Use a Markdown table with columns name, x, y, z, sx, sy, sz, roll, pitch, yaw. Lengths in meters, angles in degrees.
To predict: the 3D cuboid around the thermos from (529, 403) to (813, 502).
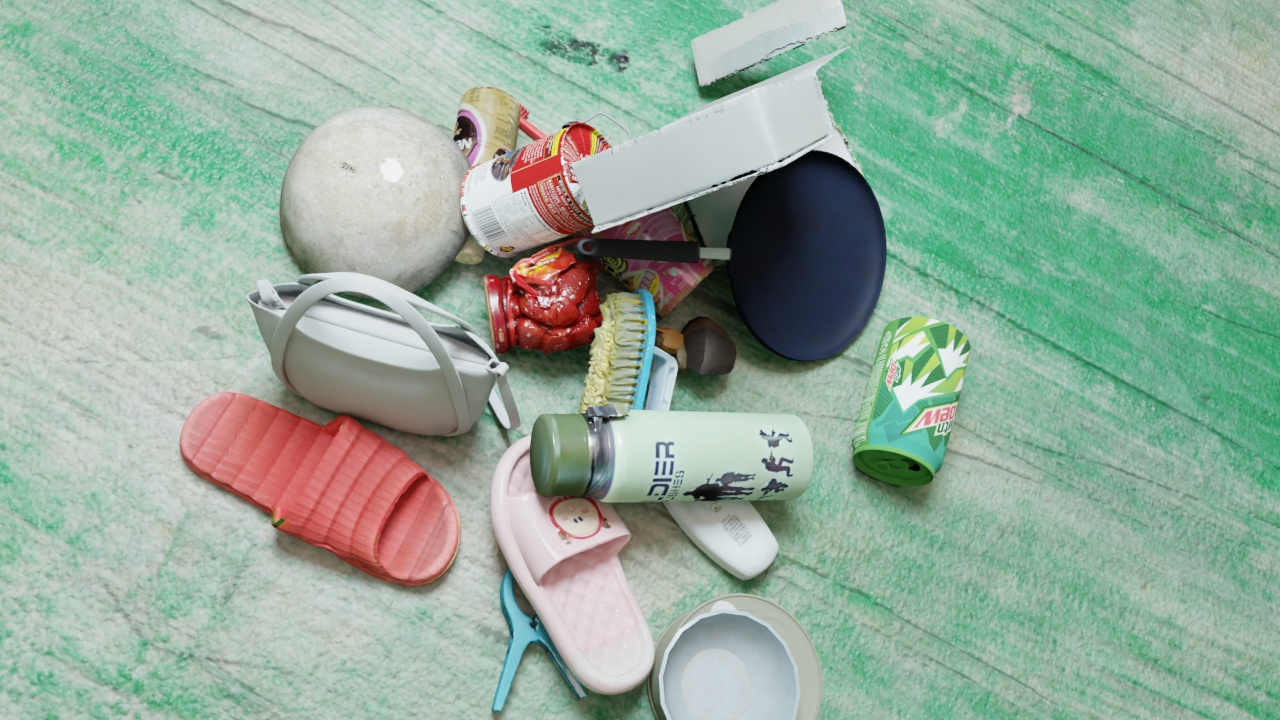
| name | x | y | z | sx | sy | sz | roll | pitch | yaw |
| --- | --- | --- | --- | --- | --- | --- | --- | --- | --- |
| thermos | 0.025 | 0.075 | 0.755 | 0.231 | 0.083 | 0.082 | 3 | 68 | -21 |

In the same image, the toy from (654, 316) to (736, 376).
| name | x | y | z | sx | sy | sz | roll | pitch | yaw |
| --- | --- | --- | --- | --- | --- | --- | --- | --- | --- |
| toy | 0.040 | -0.015 | 0.846 | 0.100 | 0.063 | 0.076 | 17 | 29 | -21 |

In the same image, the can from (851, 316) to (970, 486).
| name | x | y | z | sx | sy | sz | roll | pitch | yaw |
| --- | --- | --- | --- | --- | --- | --- | --- | --- | --- |
| can | 0.253 | 0.037 | 0.860 | 0.083 | 0.083 | 0.143 | 24 | 66 | -3 |

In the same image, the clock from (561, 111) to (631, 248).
| name | x | y | z | sx | sy | sz | roll | pitch | yaw |
| --- | --- | --- | --- | --- | --- | --- | --- | --- | --- |
| clock | -0.059 | -0.178 | 0.886 | 0.091 | 0.044 | 0.122 | 38 | 84 | 5 |

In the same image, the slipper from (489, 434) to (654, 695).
| name | x | y | z | sx | sy | sz | roll | pitch | yaw |
| --- | --- | --- | --- | --- | --- | --- | --- | --- | --- |
| slipper | -0.053 | 0.160 | 0.742 | 0.106 | 0.056 | 0.221 | -8 | 66 | -41 |

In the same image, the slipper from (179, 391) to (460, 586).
| name | x | y | z | sx | sy | sz | roll | pitch | yaw |
| --- | --- | --- | --- | --- | --- | --- | --- | --- | --- |
| slipper | -0.256 | 0.094 | 0.738 | 0.249 | 0.059 | 0.103 | 28 | 66 | 1 |

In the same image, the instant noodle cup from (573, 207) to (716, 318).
| name | x | y | z | sx | sy | sz | roll | pitch | yaw |
| --- | --- | --- | --- | --- | --- | --- | --- | --- | --- |
| instant noodle cup | 0.010 | -0.102 | 0.859 | 0.108 | 0.098 | 0.097 | 46 | 66 | -1 |

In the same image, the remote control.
| name | x | y | z | sx | sy | sz | roll | pitch | yaw |
| --- | --- | --- | --- | --- | --- | --- | --- | --- | --- |
| remote control | 0.071 | 0.141 | 0.809 | 0.114 | 0.028 | 0.060 | 45 | 65 | 9 |

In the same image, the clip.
| name | x | y | z | sx | sy | sz | roll | pitch | yaw |
| --- | --- | --- | --- | --- | --- | --- | --- | --- | --- |
| clip | -0.097 | 0.221 | 0.742 | 0.102 | 0.027 | 0.119 | 0 | 68 | -20 |

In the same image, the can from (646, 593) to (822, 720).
| name | x | y | z | sx | sy | sz | roll | pitch | yaw |
| --- | --- | --- | --- | --- | --- | --- | --- | --- | --- |
| can | 0.073 | 0.257 | 0.740 | 0.127 | 0.073 | 0.127 | 4 | 68 | -11 |

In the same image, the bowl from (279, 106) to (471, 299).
| name | x | y | z | sx | sy | sz | roll | pitch | yaw |
| --- | --- | --- | --- | --- | --- | --- | --- | --- | --- |
| bowl | -0.237 | -0.148 | 0.798 | 0.178 | 0.081 | 0.178 | 0 | 80 | 2 |

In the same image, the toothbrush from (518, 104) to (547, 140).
| name | x | y | z | sx | sy | sz | roll | pitch | yaw |
| --- | --- | --- | --- | --- | --- | --- | --- | --- | --- |
| toothbrush | -0.062 | -0.198 | 0.920 | 0.212 | 0.012 | 0.017 | 39 | 66 | 4 |

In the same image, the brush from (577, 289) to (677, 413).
| name | x | y | z | sx | sy | sz | roll | pitch | yaw |
| --- | --- | --- | --- | --- | --- | --- | --- | --- | --- |
| brush | -0.005 | 0.005 | 0.796 | 0.075 | 0.055 | 0.136 | 1 | 108 | -31 |

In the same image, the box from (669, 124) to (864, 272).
| name | x | y | z | sx | sy | sz | roll | pitch | yaw |
| --- | --- | --- | --- | --- | --- | --- | --- | --- | --- |
| box | 0.130 | -0.164 | 0.931 | 0.205 | 0.051 | 0.117 | -18 | 77 | -18 |

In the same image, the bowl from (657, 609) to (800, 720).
| name | x | y | z | sx | sy | sz | roll | pitch | yaw |
| --- | --- | --- | --- | --- | --- | --- | --- | --- | --- |
| bowl | 0.061 | 0.241 | 0.680 | 0.106 | 0.039 | 0.106 | 4 | 68 | -11 |

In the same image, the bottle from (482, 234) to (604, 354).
| name | x | y | z | sx | sy | sz | roll | pitch | yaw |
| --- | --- | --- | --- | --- | --- | --- | --- | --- | --- |
| bottle | -0.080 | -0.053 | 0.811 | 0.111 | 0.099 | 0.099 | -8 | 71 | -10 |

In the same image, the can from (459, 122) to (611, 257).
| name | x | y | z | sx | sy | sz | roll | pitch | yaw |
| --- | --- | --- | --- | --- | --- | --- | --- | --- | --- |
| can | -0.086 | -0.146 | 0.797 | 0.086 | 0.117 | 0.086 | 25 | 58 | -50 |

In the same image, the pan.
| name | x | y | z | sx | sy | sz | roll | pitch | yaw |
| --- | --- | --- | --- | --- | --- | --- | --- | --- | --- |
| pan | 0.095 | -0.096 | 0.831 | 0.355 | 0.021 | 0.199 | -2 | 98 | -34 |

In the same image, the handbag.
| name | x | y | z | sx | sy | sz | roll | pitch | yaw |
| --- | --- | --- | --- | --- | --- | --- | --- | --- | --- |
| handbag | -0.187 | -0.015 | 0.705 | 0.216 | 0.223 | 0.095 | 16 | 67 | -6 |

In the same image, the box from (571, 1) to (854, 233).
| name | x | y | z | sx | sy | sz | roll | pitch | yaw |
| --- | --- | --- | --- | --- | --- | --- | --- | --- | --- |
| box | 0.087 | -0.219 | 0.810 | 0.098 | 0.166 | 0.367 | 66 | 30 | -17 |

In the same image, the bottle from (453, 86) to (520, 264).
| name | x | y | z | sx | sy | sz | roll | pitch | yaw |
| --- | --- | --- | --- | --- | --- | --- | --- | --- | --- |
| bottle | -0.152 | -0.172 | 0.866 | 0.059 | 0.060 | 0.166 | 9 | 75 | -9 |
